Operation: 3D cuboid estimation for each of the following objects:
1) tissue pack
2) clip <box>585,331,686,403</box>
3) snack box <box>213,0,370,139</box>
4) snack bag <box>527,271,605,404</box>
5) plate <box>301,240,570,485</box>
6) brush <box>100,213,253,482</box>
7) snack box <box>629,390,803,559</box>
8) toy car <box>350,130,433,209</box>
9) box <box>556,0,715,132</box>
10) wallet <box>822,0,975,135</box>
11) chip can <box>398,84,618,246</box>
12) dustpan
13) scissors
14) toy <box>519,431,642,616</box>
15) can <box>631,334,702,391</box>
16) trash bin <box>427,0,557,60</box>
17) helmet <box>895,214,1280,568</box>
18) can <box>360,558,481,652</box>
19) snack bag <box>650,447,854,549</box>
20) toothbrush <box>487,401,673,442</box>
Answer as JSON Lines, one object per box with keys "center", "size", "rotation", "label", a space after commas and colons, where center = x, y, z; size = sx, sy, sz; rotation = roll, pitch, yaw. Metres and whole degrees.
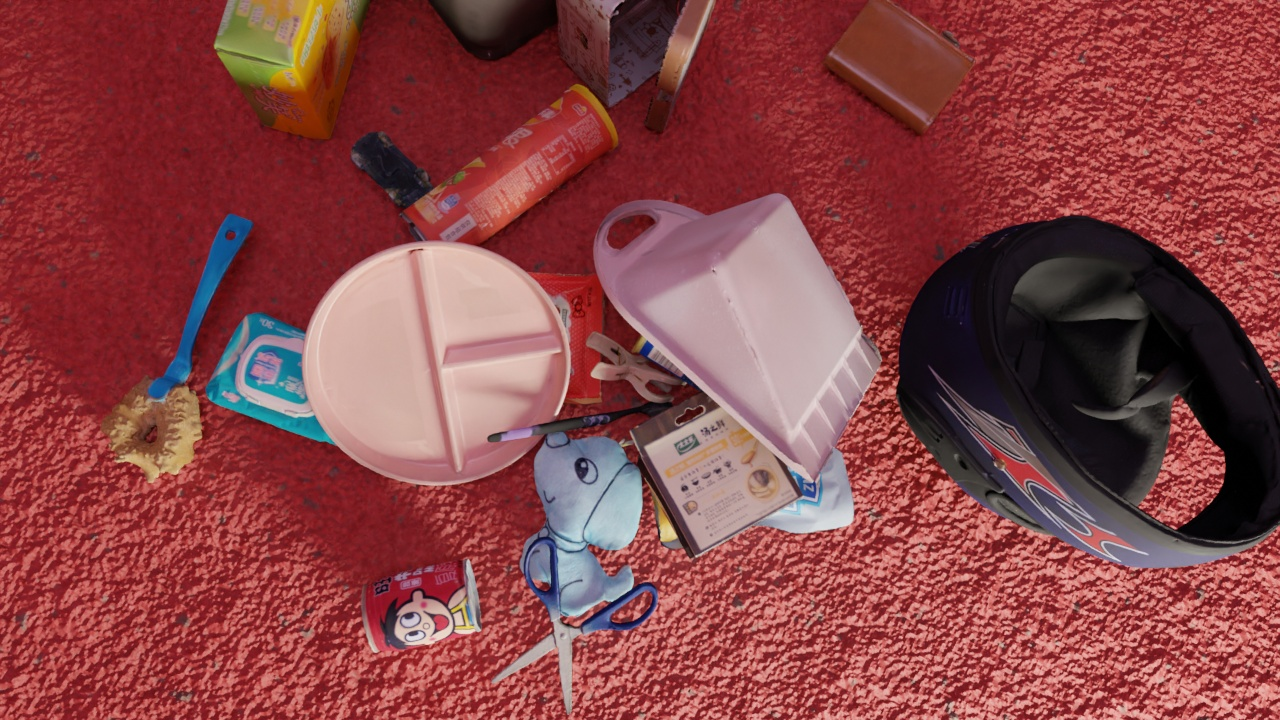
{"center": [-0.315, 0.017, 0.842], "size": [0.133, 0.050, 0.093], "rotation": [19, 79, -2], "label": "tissue pack"}
{"center": [-0.004, 0.009, 0.860], "size": [0.100, 0.070, 0.035], "rotation": [24, 123, -25], "label": "clip"}
{"center": [-0.308, -0.334, 0.848], "size": [0.070, 0.158, 0.210], "rotation": [13, 79, -5], "label": "snack box"}
{"center": [-0.135, -0.025, 0.863], "size": [0.207, 0.073, 0.128], "rotation": [3, 87, -13], "label": "snack bag"}
{"center": [-0.177, 0.004, 0.810], "size": [0.229, 0.028, 0.230], "rotation": [-4, 113, -11], "label": "plate"}
{"center": [-0.413, -0.014, 0.836], "size": [0.083, 0.046, 0.254], "rotation": [20, 85, 2], "label": "brush"}
{"center": [0.065, 0.096, 0.825], "size": [0.113, 0.053, 0.125], "rotation": [-27, 78, -12], "label": "snack box"}
{"center": [-0.240, -0.183, 0.891], "size": [0.090, 0.034, 0.043], "rotation": [43, 82, 5], "label": "toy car"}
{"center": [0.022, -0.317, 0.867], "size": [0.146, 0.181, 0.148], "rotation": [-39, 82, -10], "label": "box"}
{"center": [0.273, -0.315, 0.963], "size": [0.132, 0.031, 0.107], "rotation": [36, 82, 1], "label": "wallet"}
{"center": [-0.124, -0.175, 0.882], "size": [0.216, 0.073, 0.073], "rotation": [-39, 86, -10], "label": "chip can"}
{"center": [0.086, -0.040, 0.852], "size": [0.221, 0.139, 0.273], "rotation": [-42, 109, -50], "label": "dustpan"}
{"center": [-0.065, 0.235, 0.825], "size": [0.175, 0.012, 0.162], "rotation": [-25, 100, 0], "label": "scissors"}
{"center": [-0.050, 0.142, 0.846], "size": [0.156, 0.050, 0.161], "rotation": [-44, 91, -8], "label": "toy"}
{"center": [0.050, -0.026, 0.863], "size": [0.083, 0.057, 0.101], "rotation": [32, 41, -2], "label": "can"}
{"center": [-0.136, -0.417, 0.847], "size": [0.198, 0.220, 0.199], "rotation": [-36, 85, -9], "label": "trash bin"}
{"center": [0.369, 0.037, 0.800], "size": [0.247, 0.241, 0.315], "rotation": [-27, 72, -9], "label": "helmet"}
{"center": [-0.193, 0.217, 0.811], "size": [0.093, 0.066, 0.066], "rotation": [-11, 81, -7], "label": "can"}
{"center": [0.105, 0.115, 0.872], "size": [0.191, 0.039, 0.110], "rotation": [-7, 70, -7], "label": "snack bag"}
{"center": [-0.050, 0.058, 0.848], "size": [0.188, 0.017, 0.014], "rotation": [-9, 118, -26], "label": "toothbrush"}
